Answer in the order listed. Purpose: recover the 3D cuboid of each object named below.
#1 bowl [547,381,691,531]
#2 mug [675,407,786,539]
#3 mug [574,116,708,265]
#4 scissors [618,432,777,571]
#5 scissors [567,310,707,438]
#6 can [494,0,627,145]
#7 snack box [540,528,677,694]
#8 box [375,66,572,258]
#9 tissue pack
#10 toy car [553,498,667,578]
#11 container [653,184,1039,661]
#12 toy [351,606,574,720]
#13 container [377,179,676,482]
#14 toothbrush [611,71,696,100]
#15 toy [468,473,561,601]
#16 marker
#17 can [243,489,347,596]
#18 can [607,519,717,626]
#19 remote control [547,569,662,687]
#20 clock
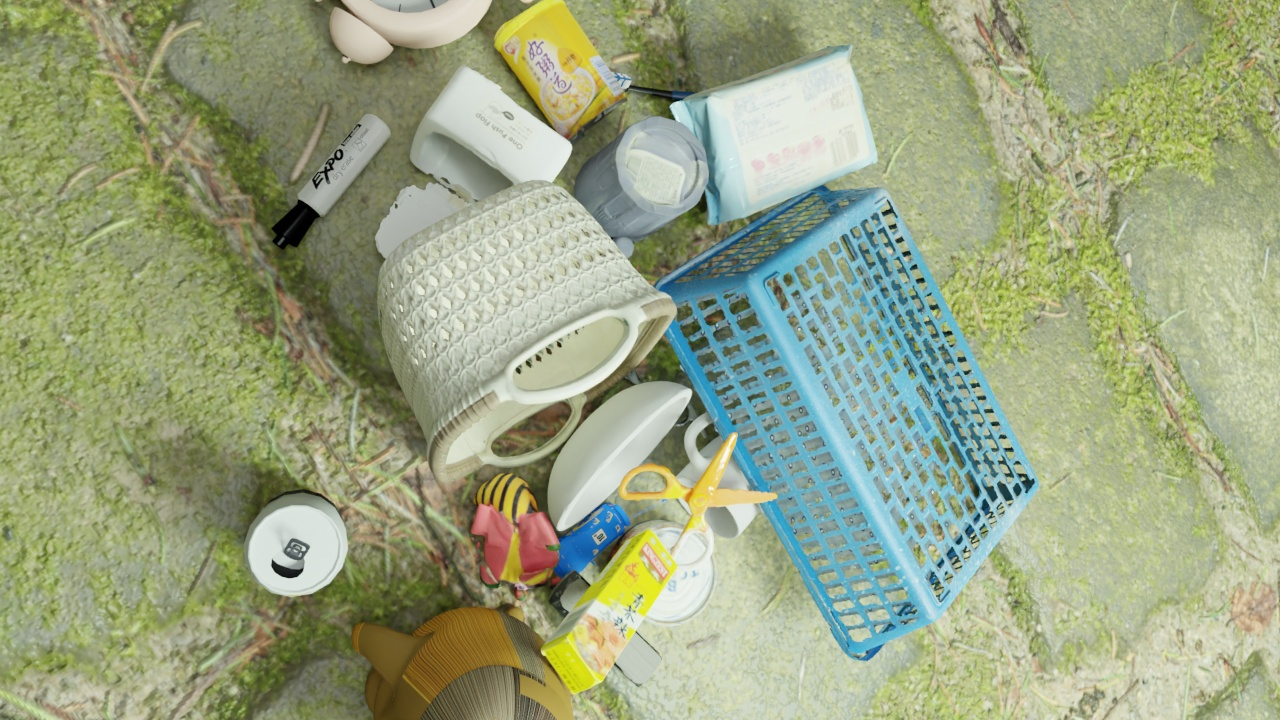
[{"bbox_3d":[-0.025,0.065,0.717,0.043,0.150,0.149,43,73,11],"label":"bowl"},{"bbox_3d":[0.076,0.081,0.774,0.089,0.071,0.107,-44,123,-25],"label":"mug"},{"bbox_3d":[-0.009,-0.128,0.749,0.084,0.104,0.123,30,77,-16],"label":"mug"},{"bbox_3d":[0.046,0.116,0.728,0.125,0.011,0.128,-2,102,6],"label":"scissors"},{"bbox_3d":[-0.007,0.014,0.786,0.173,0.014,0.141,46,78,-10],"label":"scissors"},{"bbox_3d":[-0.065,-0.238,0.756,0.067,0.068,0.105,-39,99,-18],"label":"can"},{"bbox_3d":[-0.019,0.179,0.672,0.040,0.029,0.147,54,31,-4],"label":"snack box"},{"bbox_3d":[-0.143,-0.127,0.712,0.108,0.126,0.136,36,66,-12],"label":"box"},{"bbox_3d":[0.118,-0.199,0.810,0.181,0.070,0.112,-24,110,-17],"label":"tissue pack"},{"bbox_3d":[-0.026,0.140,0.744,0.091,0.062,0.033,-37,98,-32],"label":"toy car"},{"bbox_3d":[0.196,0.035,0.778,0.256,0.089,0.362,-35,98,-36],"label":"container"},{"bbox_3d":[-0.115,0.257,0.632,0.198,0.204,0.162,37,76,-13],"label":"toy"},{"bbox_3d":[-0.089,-0.013,0.646,0.184,0.247,0.143,-30,82,-19],"label":"container"},{"bbox_3d":[0.045,-0.237,0.822,0.167,0.014,0.014,4,51,-19],"label":"toothbrush"},{"bbox_3d":[-0.098,0.140,0.722,0.046,0.084,0.103,-20,90,-52],"label":"toy"},{"bbox_3d":[-0.241,-0.137,0.711,0.025,0.025,0.125,38,75,-13],"label":"marker"},{"bbox_3d":[-0.239,0.126,0.638,0.064,0.127,0.064,1,86,-19],"label":"can"},{"bbox_3d":[0.018,0.178,0.769,0.086,0.043,0.086,2,84,-17],"label":"can"},{"bbox_3d":[-0.027,0.218,0.742,0.033,0.013,0.136,-47,125,-16],"label":"remote control"},{"bbox_3d":[-0.181,-0.315,0.725,0.160,0.086,0.131,-23,94,-10],"label":"clock"}]
